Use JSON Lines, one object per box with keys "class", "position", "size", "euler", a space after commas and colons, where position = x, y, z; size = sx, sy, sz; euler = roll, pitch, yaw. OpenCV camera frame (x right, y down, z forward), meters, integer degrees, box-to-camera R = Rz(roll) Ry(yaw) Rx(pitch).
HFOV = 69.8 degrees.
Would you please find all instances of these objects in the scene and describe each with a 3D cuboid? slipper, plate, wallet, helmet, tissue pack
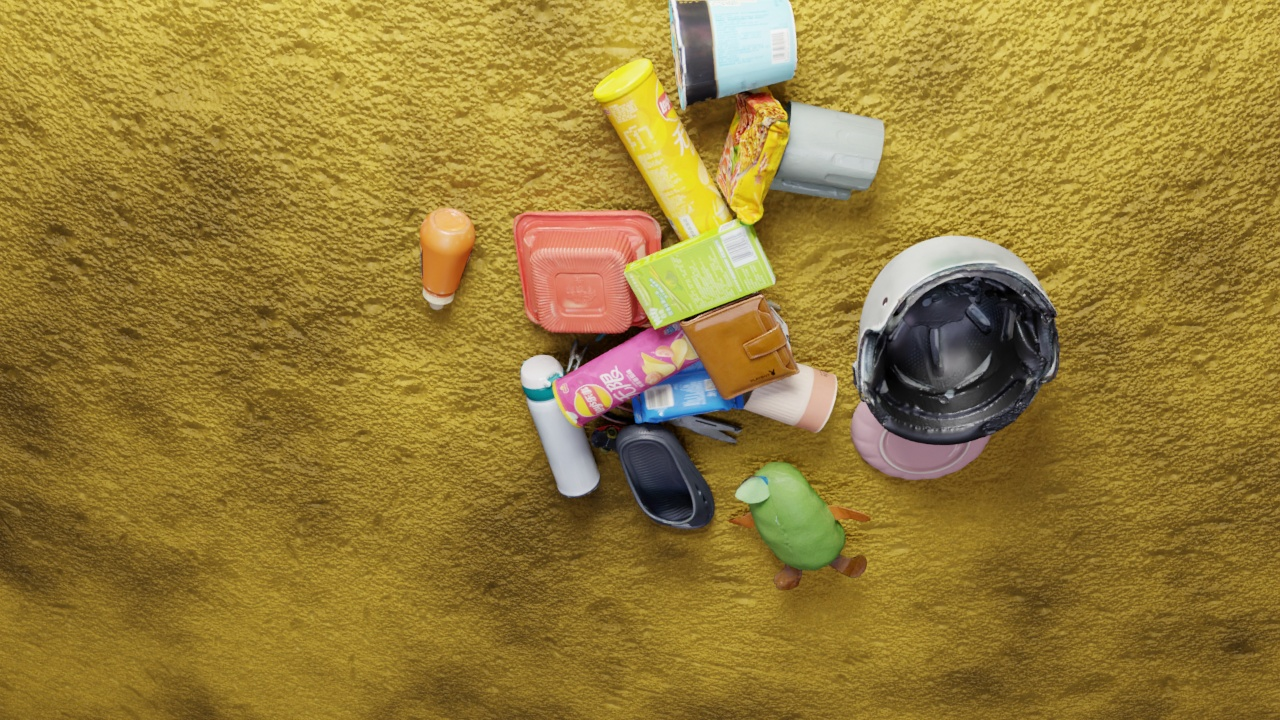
{"class": "slipper", "position": [0.032, 0.194, 1.336], "size": [0.111, 0.083, 0.268], "euler": [-9, 139, 16]}
{"class": "plate", "position": [0.390, 0.101, 1.267], "size": [0.192, 0.039, 0.193], "euler": [3, 128, 4]}
{"class": "wallet", "position": [0.127, -0.021, 1.111], "size": [0.119, 0.035, 0.131], "euler": [-19, 125, 19]}
{"class": "helmet", "position": [0.361, -0.040, 1.087], "size": [0.230, 0.156, 0.274], "euler": [-8, 137, 10]}
{"class": "tissue pack", "position": [0.060, 0.029, 1.222], "size": [0.157, 0.052, 0.095], "euler": [-10, 86, 15]}

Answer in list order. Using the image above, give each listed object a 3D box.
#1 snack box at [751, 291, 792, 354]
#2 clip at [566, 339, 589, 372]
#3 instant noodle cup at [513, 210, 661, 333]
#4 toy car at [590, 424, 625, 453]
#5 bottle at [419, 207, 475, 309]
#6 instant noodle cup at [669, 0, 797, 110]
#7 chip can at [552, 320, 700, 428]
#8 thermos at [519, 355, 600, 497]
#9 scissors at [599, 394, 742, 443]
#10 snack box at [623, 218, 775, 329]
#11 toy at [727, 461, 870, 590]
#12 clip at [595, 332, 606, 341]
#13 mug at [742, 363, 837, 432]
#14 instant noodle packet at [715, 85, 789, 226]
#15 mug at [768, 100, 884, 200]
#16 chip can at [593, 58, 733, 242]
{"class": "snack box", "position": [0.136, -0.066, 1.143], "size": [0.026, 0.075, 0.153], "euler": [-33, 118, 23]}
{"class": "clip", "position": [-0.088, -0.002, 1.233], "size": [0.042, 0.058, 0.026], "euler": [23, 131, -9]}
{"class": "instant noodle cup", "position": [-0.065, -0.100, 1.138], "size": [0.189, 0.078, 0.165], "euler": [0, 125, 9]}
{"class": "toy car", "position": [-0.019, 0.115, 1.328], "size": [0.106, 0.031, 0.049], "euler": [9, 141, -10]}
{"class": "bottle", "position": [-0.250, -0.121, 1.160], "size": [0.066, 0.066, 0.150], "euler": [16, 135, -6]}
{"class": "instant noodle cup", "position": [0.095, -0.321, 0.939], "size": [0.120, 0.111, 0.111], "euler": [-8, 127, 2]}
{"class": "chip can", "position": [-0.007, 0.007, 1.175], "size": [0.211, 0.071, 0.071], "euler": [-30, 120, 11]}
{"class": "thermos", "position": [-0.117, 0.093, 1.307], "size": [0.073, 0.073, 0.224], "euler": [-7, 126, 12]}
{"class": "scissors", "position": [0.039, 0.067, 1.298], "size": [0.202, 0.015, 0.206], "euler": [-15, 124, 18]}
{"class": "snack box", "position": [0.068, -0.100, 1.062], "size": [0.157, 0.026, 0.086], "euler": [-21, 116, 19]}
{"class": "toy", "position": [0.234, 0.245, 1.368], "size": [0.227, 0.089, 0.247], "euler": [-12, 123, 29]}
{"class": "clip", "position": [-0.047, -0.048, 1.219], "size": [0.054, 0.013, 0.033], "euler": [-26, 120, 26]}
{"class": "mug", "position": [0.192, 0.047, 1.231], "size": [0.106, 0.081, 0.115], "euler": [18, 157, -5]}
{"class": "instant noodle packet", "position": [0.119, -0.226, 0.998], "size": [0.044, 0.110, 0.129], "euler": [2, 129, -14]}
{"class": "mug", "position": [0.201, -0.224, 1.019], "size": [0.103, 0.083, 0.124], "euler": [9, 155, -2]}
{"class": "chip can", "position": [0.030, -0.227, 1.032], "size": [0.072, 0.071, 0.213], "euler": [-21, 122, 21]}
